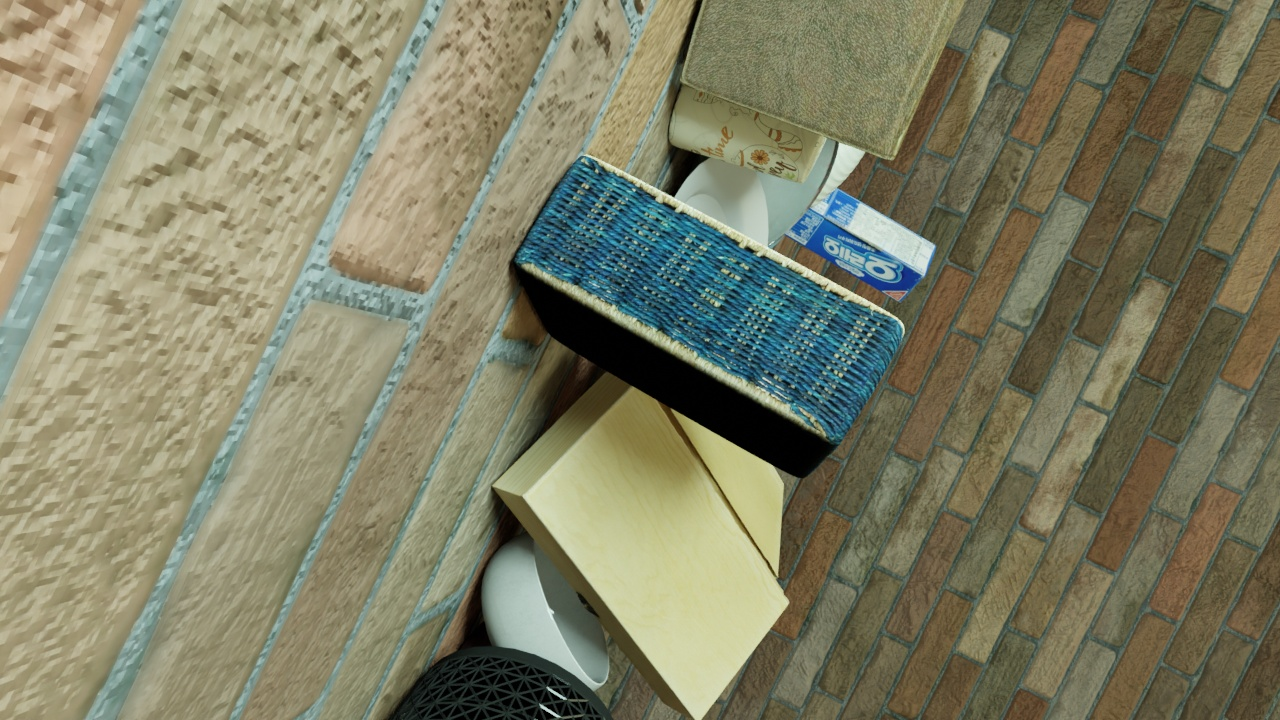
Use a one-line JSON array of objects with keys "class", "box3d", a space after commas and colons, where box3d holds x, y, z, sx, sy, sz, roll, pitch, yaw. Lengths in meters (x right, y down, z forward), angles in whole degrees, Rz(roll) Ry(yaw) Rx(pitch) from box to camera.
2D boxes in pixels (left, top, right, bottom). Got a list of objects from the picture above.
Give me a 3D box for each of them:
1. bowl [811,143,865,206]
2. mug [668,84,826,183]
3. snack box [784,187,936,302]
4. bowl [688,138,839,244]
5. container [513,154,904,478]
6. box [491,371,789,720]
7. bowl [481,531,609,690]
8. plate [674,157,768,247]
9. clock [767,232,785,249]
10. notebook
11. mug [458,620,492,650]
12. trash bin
[{"class": "bowl", "box3d": [0.195, -0.245, 0.911, 0.177, 0.071, 0.177, -1, 91, -59]}, {"class": "mug", "box3d": [0.087, -0.186, 0.628, 0.080, 0.097, 0.122, -50, 163, -58]}, {"class": "snack box", "box3d": [0.207, -0.151, 1.003, 0.059, 0.226, 0.059, -59, 178, -34]}, {"class": "bowl", "box3d": [0.090, -0.163, 0.762, 0.150, 0.057, 0.151, -27, 145, -21]}, {"class": "container", "box3d": [0.033, -0.015, 0.505, 0.071, 0.187, 0.145, -59, 170, -11]}, {"class": "box", "box3d": [0.031, 0.102, 0.725, 0.247, 0.097, 0.260, 58, 38, -26]}, {"class": "bowl", "box3d": [-0.082, 0.204, 0.721, 0.064, 0.131, 0.132, -26, 173, 5]}, {"class": "plate", "box3d": [0.049, -0.074, 0.712, 0.172, 0.019, 0.173, -29, 127, -48]}, {"class": "clock", "box3d": [0.086, -0.121, 0.839, 0.052, 0.089, 0.124, 106, 10, -77]}, {"class": "notebook", "box3d": [0.138, -0.229, 0.510, 0.034, 0.190, 0.216, -54, 165, -57]}, {"class": "mug", "box3d": [-0.121, 0.268, 0.778, 0.114, 0.087, 0.088, 97, 3, -50]}, {"class": "trash bin", "box3d": [-0.120, 0.328, 0.581, 0.242, 0.217, 0.217, -62, 173, -61]}]
